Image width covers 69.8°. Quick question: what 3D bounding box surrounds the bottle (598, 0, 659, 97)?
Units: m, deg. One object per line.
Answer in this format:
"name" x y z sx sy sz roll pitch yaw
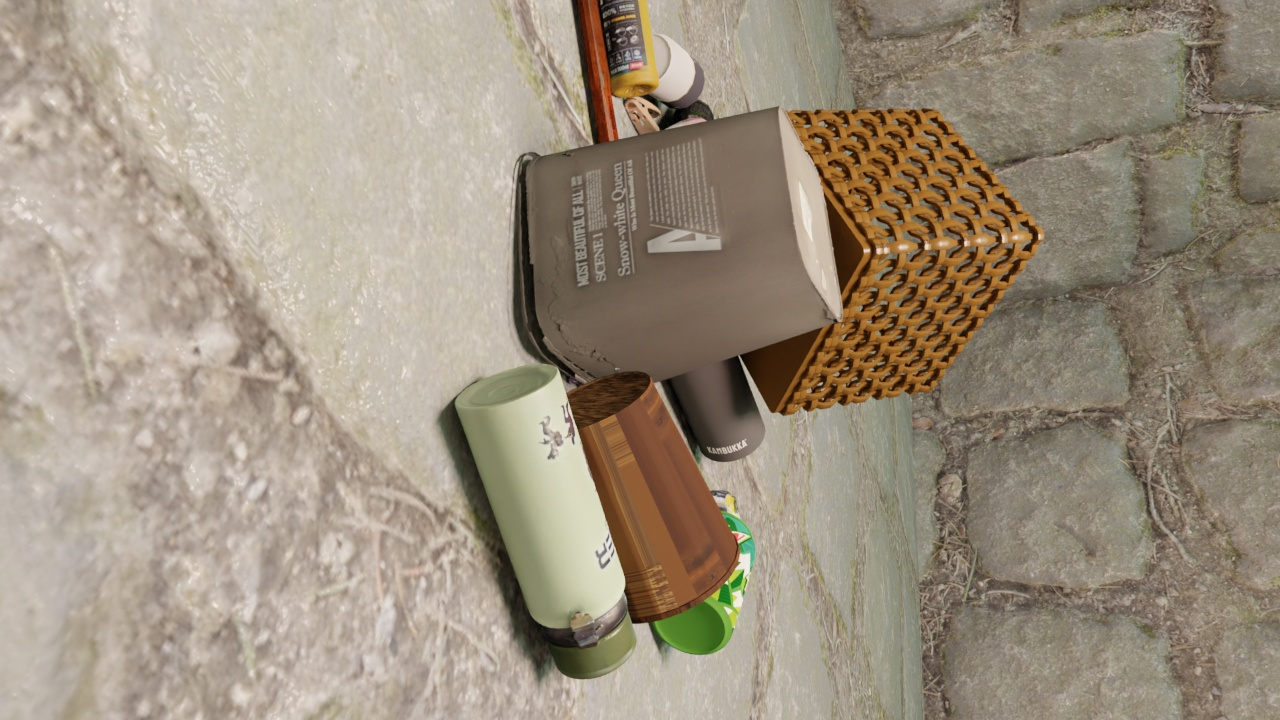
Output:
"bottle" -0.019 -0.381 0.984 0.053 0.053 0.186 -9 90 -68

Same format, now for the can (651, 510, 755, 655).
"can" 0.068 0.224 0.941 0.143 0.083 0.083 -55 132 -60

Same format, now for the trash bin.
"trash bin" 0.040 -0.093 0.782 0.197 0.220 0.197 35 47 -60

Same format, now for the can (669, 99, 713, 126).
"can" 0.061 -0.280 1.123 0.137 0.054 0.054 -76 150 -59

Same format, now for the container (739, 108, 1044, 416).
"container" 0.231 -0.109 1.000 0.252 0.213 0.219 110 -36 -46

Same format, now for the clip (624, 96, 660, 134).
"clip" 0.002 -0.274 1.040 0.060 0.024 0.039 11 70 -57

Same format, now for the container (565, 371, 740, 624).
"container" -0.009 0.106 0.753 0.167 0.132 0.131 68 25 -18

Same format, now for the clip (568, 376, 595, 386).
"clip" -0.051 0.019 0.819 0.052 0.014 0.041 -56 133 -55

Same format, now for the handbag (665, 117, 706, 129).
"handbag" 0.077 -0.172 0.905 0.068 0.170 0.144 -1 87 -61

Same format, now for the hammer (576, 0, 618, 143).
"hammer" -0.043 -0.296 0.928 0.111 0.028 0.300 -11 92 -69

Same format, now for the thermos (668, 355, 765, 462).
"thermos" 0.068 0.002 1.022 0.082 0.082 0.240 -73 147 -46

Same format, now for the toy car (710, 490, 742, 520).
"toy car" 0.096 0.194 1.069 0.033 0.048 0.105 -73 147 -48

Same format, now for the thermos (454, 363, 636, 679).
"thermos" -0.062 0.123 0.665 0.082 0.082 0.231 -52 130 -61

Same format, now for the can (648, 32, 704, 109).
"can" 0.027 -0.337 1.065 0.127 0.064 0.064 -5 87 -68
